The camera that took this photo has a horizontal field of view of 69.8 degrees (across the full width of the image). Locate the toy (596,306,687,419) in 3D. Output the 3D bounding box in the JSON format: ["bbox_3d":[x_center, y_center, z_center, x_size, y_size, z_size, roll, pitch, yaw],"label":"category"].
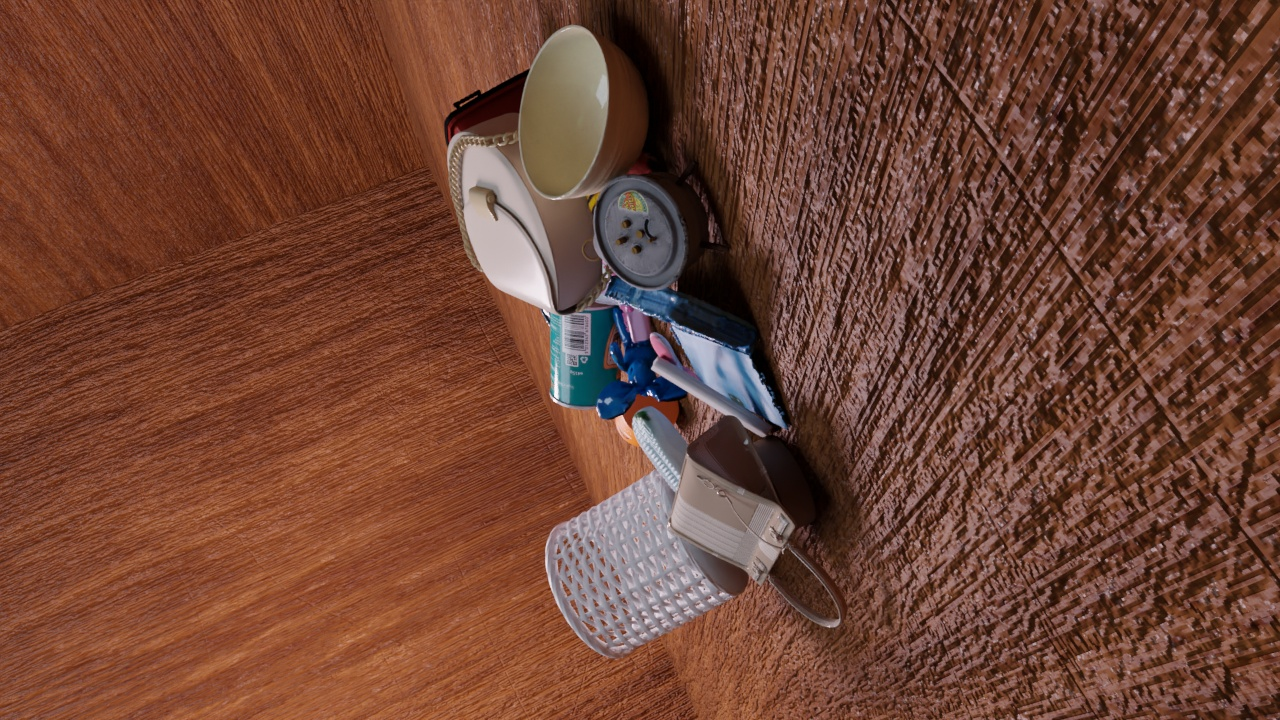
[{"bbox_3d":[-0.007,0.007,1.128,0.071,0.113,0.176,73,-177,-45],"label":"toy"}]

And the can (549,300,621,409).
[{"bbox_3d":[-0.073,-0.020,1.235,0.099,0.099,0.144,-132,39,-58],"label":"can"}]

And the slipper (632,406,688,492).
[{"bbox_3d":[0.081,0.137,1.049,0.245,0.074,0.104,52,167,-23],"label":"slipper"}]

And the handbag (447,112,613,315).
[{"bbox_3d":[-0.123,-0.163,1.004,0.211,0.103,0.209,25,138,51],"label":"handbag"}]

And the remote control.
[{"bbox_3d":[0.068,0.036,0.890,0.131,0.012,0.033,32,170,0],"label":"remote control"}]

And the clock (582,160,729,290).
[{"bbox_3d":[0.000,-0.114,0.820,0.148,0.056,0.104,-12,104,45],"label":"clock"}]

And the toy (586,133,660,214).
[{"bbox_3d":[-0.012,-0.171,0.886,0.104,0.046,0.084,-27,82,46],"label":"toy"}]

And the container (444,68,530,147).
[{"bbox_3d":[-0.177,-0.300,1.165,0.201,0.148,0.127,54,167,14],"label":"container"}]

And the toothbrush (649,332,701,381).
[{"bbox_3d":[0.035,0.003,0.909,0.022,0.016,0.135,25,170,29],"label":"toothbrush"}]

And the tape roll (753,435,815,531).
[{"bbox_3d":[0.133,0.122,0.897,0.093,0.030,0.094,61,168,22],"label":"tape roll"}]

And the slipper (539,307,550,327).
[{"bbox_3d":[-0.110,-0.136,1.279,0.083,0.109,0.265,-53,-56,-85],"label":"slipper"}]

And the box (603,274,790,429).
[{"bbox_3d":[0.059,-0.023,0.913,0.175,0.060,0.232,43,175,-19],"label":"box"}]

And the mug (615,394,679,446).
[{"bbox_3d":[0.006,0.056,1.260,0.096,0.077,0.112,114,151,-75],"label":"mug"}]

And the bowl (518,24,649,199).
[{"bbox_3d":[-0.042,-0.217,0.831,0.151,0.075,0.150,-2,87,53],"label":"bowl"}]

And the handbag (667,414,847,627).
[{"bbox_3d":[0.119,0.174,0.874,0.198,0.062,0.176,44,155,21],"label":"handbag"}]

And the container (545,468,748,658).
[{"bbox_3d":[0.010,0.251,1.165,0.189,0.187,0.189,47,-158,-26],"label":"container"}]

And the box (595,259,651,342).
[{"bbox_3d":[-0.050,-0.118,1.068,0.202,0.101,0.111,78,-172,-47],"label":"box"}]
